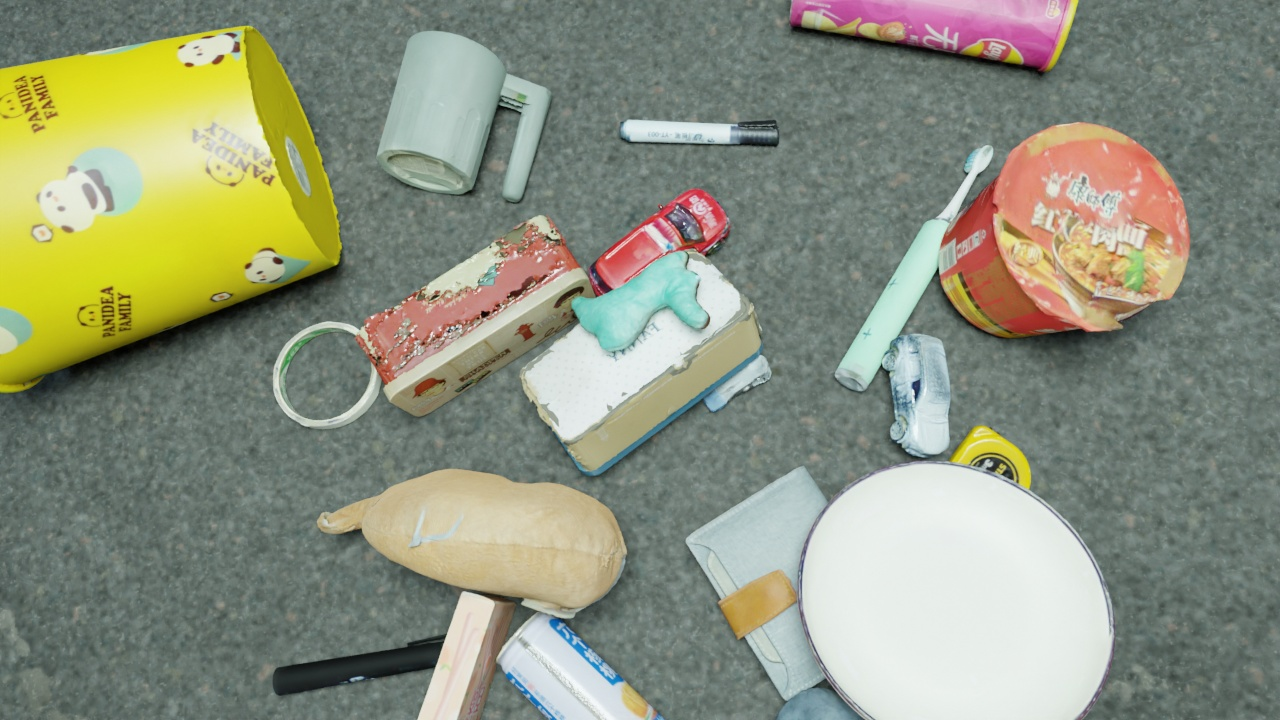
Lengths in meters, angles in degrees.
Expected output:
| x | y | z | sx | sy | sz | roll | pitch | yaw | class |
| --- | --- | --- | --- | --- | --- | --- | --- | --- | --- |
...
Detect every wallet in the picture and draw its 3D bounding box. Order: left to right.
| x | y | z | sx | sy | sz | roll | pitch | yaw | class |
| --- | --- | --- | --- | --- | --- | --- | --- | --- | --- |
| 0.105 | 0.153 | 0.638 | 0.106 | 0.037 | 0.129 | -31 | 73 | -4 | wallet |

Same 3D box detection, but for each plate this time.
| x | y | z | sx | sy | sz | roll | pitch | yaw | class |
| --- | --- | --- | --- | --- | --- | --- | --- | --- | --- |
| 0.196 | 0.157 | 0.588 | 0.192 | 0.039 | 0.192 | -2 | 56 | 3 | plate |

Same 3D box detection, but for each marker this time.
| x | y | z | sx | sy | sz | roll | pitch | yaw | class |
| --- | --- | --- | --- | --- | --- | --- | --- | --- | --- |
| -0.198 | 0.219 | 0.660 | 0.132 | 0.020 | 0.022 | -11 | 75 | 2 | marker |
| 0.048 | -0.188 | 0.750 | 0.131 | 0.023 | 0.018 | 4 | 31 | 6 | marker |

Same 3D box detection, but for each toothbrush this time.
| x | y | z | sx | sy | sz | roll | pitch | yaw | class |
| --- | --- | --- | --- | --- | --- | --- | --- | --- | --- |
| 0.212 | -0.075 | 0.697 | 0.026 | 0.027 | 0.224 | 37 | 79 | -22 | toothbrush |

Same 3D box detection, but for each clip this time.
| x | y | z | sx | sy | sz | roll | pitch | yaw | class |
| --- | --- | --- | --- | --- | --- | --- | --- | --- | --- |
| 0.072 | 0.016 | 0.690 | 0.057 | 0.029 | 0.024 | -29 | 68 | 4 | clip |

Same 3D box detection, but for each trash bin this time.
| x | y | z | sx | sy | sz | roll | pitch | yaw | class |
| --- | --- | --- | --- | --- | --- | --- | --- | --- | --- |
| -0.379 | -0.122 | 0.680 | 0.255 | 0.230 | 0.229 | -17 | 73 | -5 | trash bin |

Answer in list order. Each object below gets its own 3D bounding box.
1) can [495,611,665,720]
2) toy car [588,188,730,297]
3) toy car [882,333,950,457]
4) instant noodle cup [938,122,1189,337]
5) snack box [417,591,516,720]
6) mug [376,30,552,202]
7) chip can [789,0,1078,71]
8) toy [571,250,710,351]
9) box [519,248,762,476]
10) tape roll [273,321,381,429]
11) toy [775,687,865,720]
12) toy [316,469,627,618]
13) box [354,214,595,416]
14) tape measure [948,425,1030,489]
| x | y | z | sx | sy | sz | roll | pitch | yaw | class |
| --- | --- | --- | --- | --- | --- | --- | --- | --- | --- |
| -0.034 | 0.232 | 0.621 | 0.134 | 0.053 | 0.053 | 40 | 81 | 15 | can |
| 0.015 | -0.087 | 0.712 | 0.120 | 0.045 | 0.053 | -38 | 75 | -8 | toy car |
| 0.202 | 0.024 | 0.658 | 0.043 | 0.034 | 0.090 | 8 | 73 | -29 | toy car |
| 0.281 | -0.080 | 0.637 | 0.138 | 0.109 | 0.137 | 1 | 81 | -9 | instant noodle cup |
| -0.126 | 0.235 | 0.614 | 0.026 | 0.084 | 0.157 | 15 | 76 | 7 | snack box |
| -0.142 | -0.192 | 0.747 | 0.124 | 0.084 | 0.103 | 17 | 76 | -15 | mug |
| 0.229 | -0.284 | 0.731 | 0.211 | 0.071 | 0.071 | 13 | 76 | 10 | chip can |
| 0.005 | -0.040 | 0.638 | 0.092 | 0.030 | 0.096 | -37 | 48 | -3 | toy |
| -0.004 | 0.004 | 0.671 | 0.184 | 0.059 | 0.089 | -36 | 56 | -2 | box |
| -0.248 | 0.012 | 0.727 | 0.086 | 0.014 | 0.085 | -2 | 74 | 6 | tape roll |
| 0.106 | 0.298 | 0.577 | 0.356 | 0.091 | 0.138 | -31 | 46 | -4 | toy |
| -0.121 | 0.113 | 0.618 | 0.226 | 0.143 | 0.082 | 9 | 80 | 9 | toy |
| -0.124 | -0.038 | 0.688 | 0.168 | 0.091 | 0.077 | -33 | 77 | -4 | box |
| 0.243 | 0.081 | 0.647 | 0.057 | 0.029 | 0.060 | 35 | 97 | 10 | tape measure |
